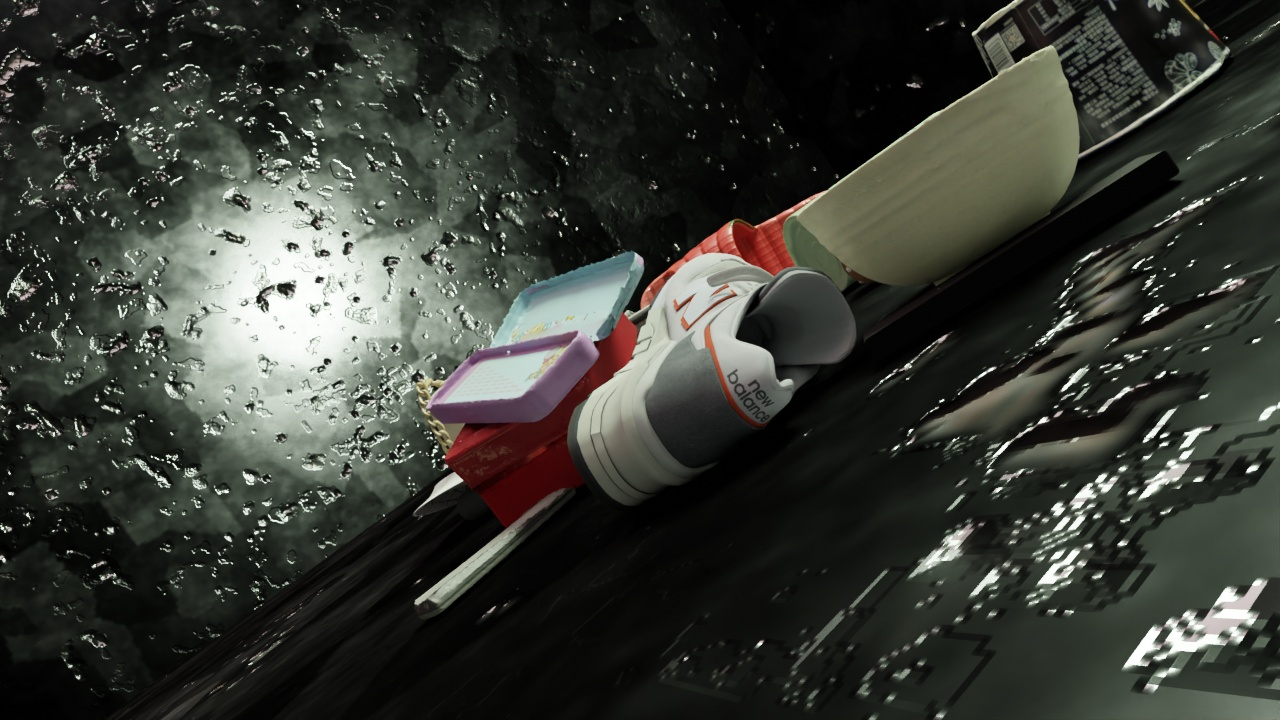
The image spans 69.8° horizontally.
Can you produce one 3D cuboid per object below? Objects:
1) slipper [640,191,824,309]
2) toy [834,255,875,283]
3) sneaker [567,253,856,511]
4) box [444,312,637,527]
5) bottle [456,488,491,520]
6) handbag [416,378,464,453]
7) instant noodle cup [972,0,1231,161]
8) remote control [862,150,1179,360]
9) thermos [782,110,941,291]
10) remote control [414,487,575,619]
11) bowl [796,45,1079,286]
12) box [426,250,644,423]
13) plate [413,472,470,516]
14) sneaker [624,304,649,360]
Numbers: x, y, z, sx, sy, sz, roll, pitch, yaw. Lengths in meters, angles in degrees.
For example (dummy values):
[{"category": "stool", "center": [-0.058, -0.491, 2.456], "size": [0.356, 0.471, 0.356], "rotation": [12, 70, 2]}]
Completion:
[{"category": "slipper", "center": [0.109, -0.089, 0.903], "size": [0.249, 0.103, 0.059], "rotation": [-27, -8, 17]}, {"category": "toy", "center": [0.185, -0.092, 0.668], "size": [0.102, 0.041, 0.054], "rotation": [-23, 45, 35]}, {"category": "sneaker", "center": [0.061, -0.011, 0.512], "size": [0.125, 0.089, 0.239], "rotation": [-27, 16, 36]}, {"category": "box", "center": [-0.056, 0.052, 0.732], "size": [0.158, 0.110, 0.133], "rotation": [-29, 17, 31]}, {"category": "bottle", "center": [-0.137, 0.125, 0.913], "size": [0.113, 0.030, 0.030], "rotation": [-33, 4, 34]}, {"category": "handbag", "center": [-0.128, 0.017, 0.987], "size": [0.208, 0.103, 0.211], "rotation": [-29, 10, -9]}, {"category": "instant noodle cup", "center": [0.298, -0.209, 0.614], "size": [0.137, 0.112, 0.137], "rotation": [-36, 4, 3]}, {"category": "remote control", "center": [0.171, -0.046, 0.425], "size": [0.150, 0.013, 0.034], "rotation": [-34, -1, 15]}, {"category": "thermos", "center": [0.231, -0.152, 0.775], "size": [0.231, 0.082, 0.082], "rotation": [-35, 3, -16]}, {"category": "remote control", "center": [-0.095, 0.127, 0.617], "size": [0.136, 0.013, 0.033], "rotation": [-36, 4, -43]}, {"category": "bowl", "center": [0.166, -0.087, 0.483], "size": [0.151, 0.075, 0.151], "rotation": [-33, -2, -1]}, {"category": "box", "center": [-0.085, -0.013, 0.719], "size": [0.215, 0.035, 0.150], "rotation": [-7, 46, 59]}, {"category": "plate", "center": [-0.153, 0.113, 0.961], "size": [0.188, 0.016, 0.189], "rotation": [-26, -9, -5]}, {"category": "sneaker", "center": [-0.005, 0.005, 0.852], "size": [0.264, 0.096, 0.128], "rotation": [-33, -3, 21]}]
